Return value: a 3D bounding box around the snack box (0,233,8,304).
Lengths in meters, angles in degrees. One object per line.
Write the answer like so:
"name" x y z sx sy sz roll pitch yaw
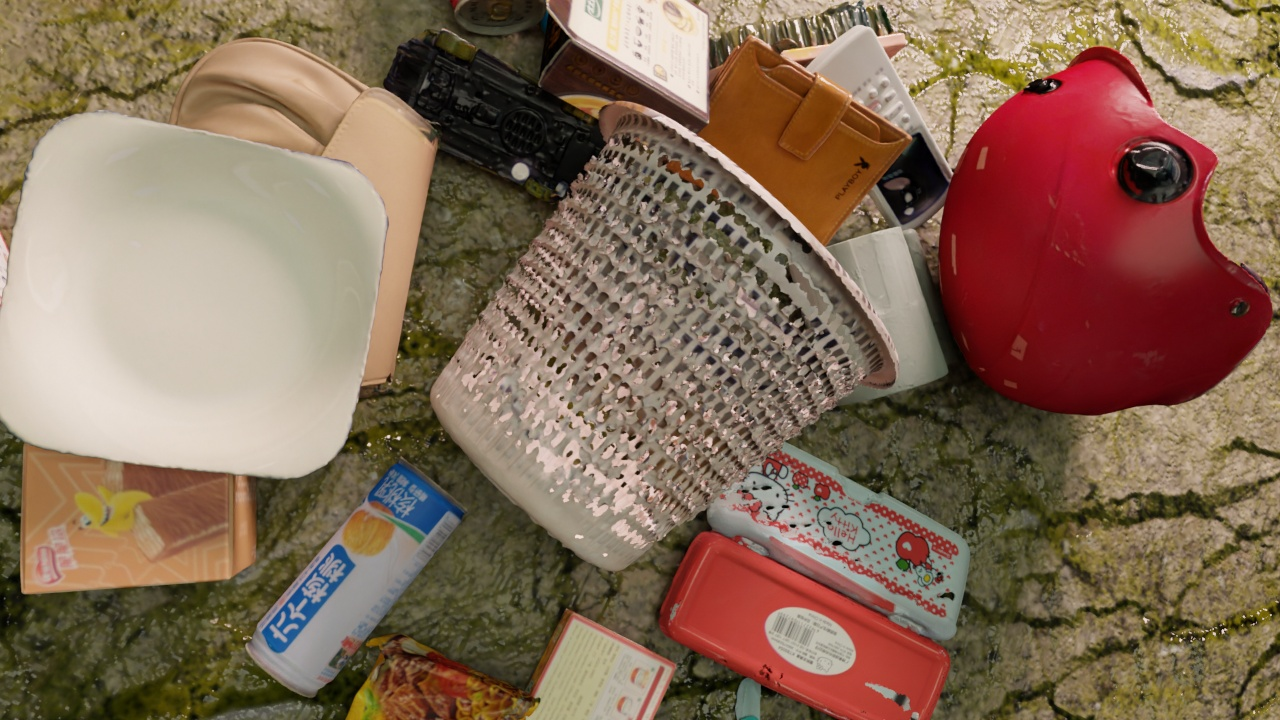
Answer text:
"snack box" -0.352 -0.031 0.470 0.044 0.113 0.127 -24 89 -19

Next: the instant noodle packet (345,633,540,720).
"instant noodle packet" -0.132 0.233 0.523 0.111 0.044 0.128 22 76 9

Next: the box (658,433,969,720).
"box" 0.124 0.150 0.614 0.201 0.050 0.160 28 73 -11

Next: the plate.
"plate" -0.216 -0.029 0.452 0.164 0.034 0.163 10 87 -16

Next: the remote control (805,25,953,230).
"remote control" 0.170 -0.157 0.642 0.058 0.021 0.150 -42 119 2

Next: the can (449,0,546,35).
"can" -0.096 -0.268 0.595 0.066 0.067 0.093 -7 85 -16

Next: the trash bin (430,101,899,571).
"trash bin" -0.002 0.002 0.523 0.227 0.227 0.192 44 87 -6

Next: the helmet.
"helmet" 0.270 -0.071 0.608 0.144 0.207 0.240 -18 85 1

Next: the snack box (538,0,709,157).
"snack box" -0.014 -0.208 0.582 0.125 0.053 0.113 23 51 -26

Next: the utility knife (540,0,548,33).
"utility knife" -0.068 -0.327 0.637 0.034 0.018 0.208 -8 84 -15

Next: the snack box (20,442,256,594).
"snack box" -0.262 0.078 0.491 0.094 0.093 0.077 -1 83 -16

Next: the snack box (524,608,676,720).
"snack box" -0.046 0.241 0.563 0.077 0.027 0.155 30 76 -9

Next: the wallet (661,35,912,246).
"wallet" 0.100 -0.147 0.612 0.130 0.119 0.035 26 39 -16

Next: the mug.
"mug" 0.166 -0.034 0.631 0.123 0.084 0.103 -18 92 -39

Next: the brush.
"brush" 0.110 -0.202 0.645 0.145 0.063 0.073 -14 89 -16

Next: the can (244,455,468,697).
"can" -0.163 0.124 0.533 0.053 0.053 0.134 40 75 -7

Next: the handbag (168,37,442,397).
"handbag" -0.202 -0.074 0.523 0.147 0.100 0.204 10 86 -8

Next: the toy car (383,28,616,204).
"toy car" -0.087 -0.153 0.590 0.158 0.042 0.070 27 105 -9

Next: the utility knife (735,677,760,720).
"utility knife" 0.068 0.295 0.595 0.029 0.013 0.178 8 77 -16
